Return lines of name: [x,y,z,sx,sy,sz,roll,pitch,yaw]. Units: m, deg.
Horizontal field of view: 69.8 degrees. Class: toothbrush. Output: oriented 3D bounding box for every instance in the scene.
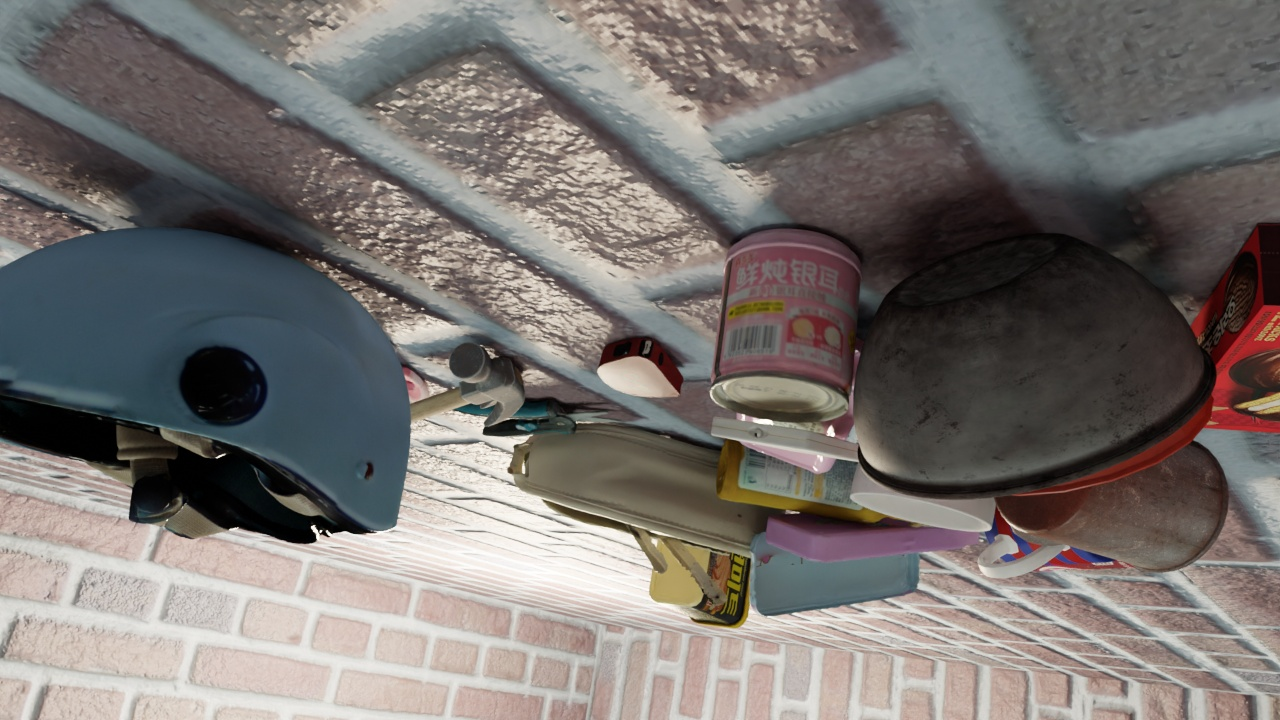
toothbrush: [-0.189,0.013,0.737,0.021,0.016,0.135,9,163,2]

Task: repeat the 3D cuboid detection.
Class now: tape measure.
tape measure: [-0.004,0.004,0.616,0.051,0.019,0.059,1,152,28]

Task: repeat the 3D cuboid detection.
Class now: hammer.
hammer: [-0.242,0.066,0.705,0.331,0.030,0.119,-21,160,9]

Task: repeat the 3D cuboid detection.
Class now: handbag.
handbag: [0.007,0.143,0.850,0.229,0.131,0.184,24,161,-30]

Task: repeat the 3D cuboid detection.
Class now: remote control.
remote control: [0.087,0.044,0.499,0.050,0.011,0.135,7,175,28]

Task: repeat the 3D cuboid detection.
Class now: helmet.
helmet: [-0.262,0.013,0.539,0.265,0.166,0.226,24,154,-39]

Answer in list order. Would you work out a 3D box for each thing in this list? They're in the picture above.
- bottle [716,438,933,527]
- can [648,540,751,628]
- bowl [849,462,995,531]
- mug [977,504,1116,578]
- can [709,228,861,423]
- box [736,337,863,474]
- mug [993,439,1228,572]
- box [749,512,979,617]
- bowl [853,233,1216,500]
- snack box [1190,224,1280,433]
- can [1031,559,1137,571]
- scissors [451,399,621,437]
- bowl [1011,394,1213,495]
bottle: [0.159,0.105,0.769,0.186,0.053,0.053,10,160,-3]
can: [0.069,0.212,0.992,0.073,0.130,0.101,-4,154,34]
bowl: [0.213,0.090,0.688,0.105,0.054,0.105,14,165,4]
mug: [0.299,0.124,0.681,0.075,0.111,0.076,59,148,-4]
can: [0.070,-0.016,0.442,0.067,0.076,0.067,8,161,3]
box: [0.133,0.029,0.567,0.156,0.058,0.201,7,161,7]
mug: [0.284,0.087,0.589,0.110,0.096,0.123,21,135,-15]
box: [0.200,0.184,0.817,0.213,0.092,0.090,3,-176,-33]
bowl: [0.151,-0.008,0.388,0.145,0.144,0.067,-11,109,45]
snack box: [0.327,-0.006,0.407,0.133,0.035,0.152,3,159,18]
can: [0.358,0.139,0.751,0.063,0.063,0.114,20,158,-26]
scissors: [-0.095,0.047,0.777,0.120,0.019,0.151,23,152,-23]
bowl: [0.199,0.017,0.437,0.122,0.121,0.035,-11,108,45]
